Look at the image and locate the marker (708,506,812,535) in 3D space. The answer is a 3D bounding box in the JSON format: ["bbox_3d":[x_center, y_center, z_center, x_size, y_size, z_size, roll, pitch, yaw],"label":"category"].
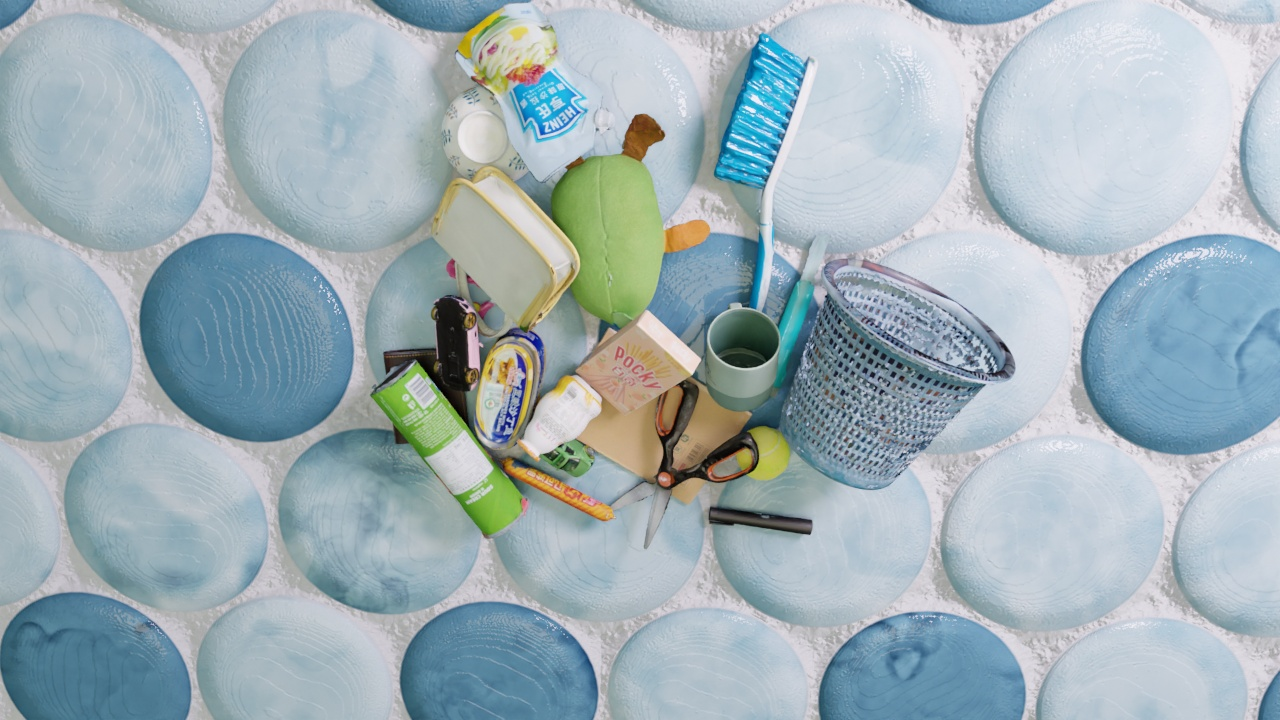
[{"bbox_3d":[0.152,0.205,1.164,0.132,0.020,0.022,7,96,1],"label":"marker"}]

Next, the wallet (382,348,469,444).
[{"bbox_3d":[-0.265,0.044,1.142,0.096,0.020,0.122,-2,108,3],"label":"wallet"}]

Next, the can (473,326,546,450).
[{"bbox_3d":[-0.159,0.034,1.116,0.074,0.049,0.148,15,106,-2],"label":"can"}]

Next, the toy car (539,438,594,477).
[{"bbox_3d":[-0.100,0.112,1.139,0.091,0.036,0.043,35,120,-10],"label":"toy car"}]

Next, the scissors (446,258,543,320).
[{"bbox_3d":[-0.179,-0.083,1.102,0.133,0.017,0.128,-27,100,6],"label":"scissors"}]

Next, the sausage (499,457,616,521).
[{"bbox_3d":[-0.105,0.163,1.159,0.165,0.021,0.021,26,106,2],"label":"sausage"}]

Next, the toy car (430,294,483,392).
[{"bbox_3d":[-0.215,-0.020,1.086,0.056,0.037,0.122,13,118,21],"label":"toy car"}]

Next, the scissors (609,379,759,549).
[{"bbox_3d":[0.048,0.132,1.116,0.222,0.021,0.221,3,99,25],"label":"scissors"}]

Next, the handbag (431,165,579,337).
[{"bbox_3d":[-0.164,-0.109,1.040,0.163,0.063,0.179,46,134,5],"label":"handbag"}]

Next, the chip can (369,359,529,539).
[{"bbox_3d":[-0.231,0.108,1.117,0.072,0.072,0.236,-31,109,11],"label":"chip can"}]

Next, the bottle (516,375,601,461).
[{"bbox_3d":[-0.098,0.070,1.093,0.063,0.063,0.108,45,81,-10],"label":"bottle"}]

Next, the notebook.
[{"bbox_3d":[0.012,0.072,1.139,0.207,0.008,0.148,31,106,-6],"label":"notebook"}]

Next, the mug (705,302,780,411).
[{"bbox_3d":[0.115,-0.008,1.063,0.082,0.111,0.106,-6,148,-1],"label":"mug"}]

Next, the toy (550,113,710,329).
[{"bbox_3d":[-0.036,-0.150,1.035,0.227,0.089,0.247,0,111,12],"label":"toy"}]

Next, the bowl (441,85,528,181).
[{"bbox_3d":[-0.171,-0.251,1.027,0.113,0.062,0.113,0,105,2],"label":"bowl"}]

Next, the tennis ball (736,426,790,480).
[{"bbox_3d":[0.149,0.113,1.114,0.065,0.065,0.065,1,106,3],"label":"tennis ball"}]

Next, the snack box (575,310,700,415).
[{"bbox_3d":[-0.006,0.006,1.054,0.084,0.026,0.158,42,145,-9],"label":"snack box"}]

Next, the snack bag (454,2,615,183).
[{"bbox_3d":[-0.112,-0.291,0.982,0.110,0.039,0.191,-32,76,-7],"label":"snack bag"}]

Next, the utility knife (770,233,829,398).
[{"bbox_3d":[0.184,-0.052,1.090,0.029,0.013,0.210,18,109,0],"label":"utility knife"}]

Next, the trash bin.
[{"bbox_3d":[0.261,0.026,1.022,0.226,0.226,0.195,23,119,-4],"label":"trash bin"}]

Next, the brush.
[{"bbox_3d":[0.131,-0.195,1.034,0.109,0.060,0.315,16,109,-5],"label":"brush"}]
